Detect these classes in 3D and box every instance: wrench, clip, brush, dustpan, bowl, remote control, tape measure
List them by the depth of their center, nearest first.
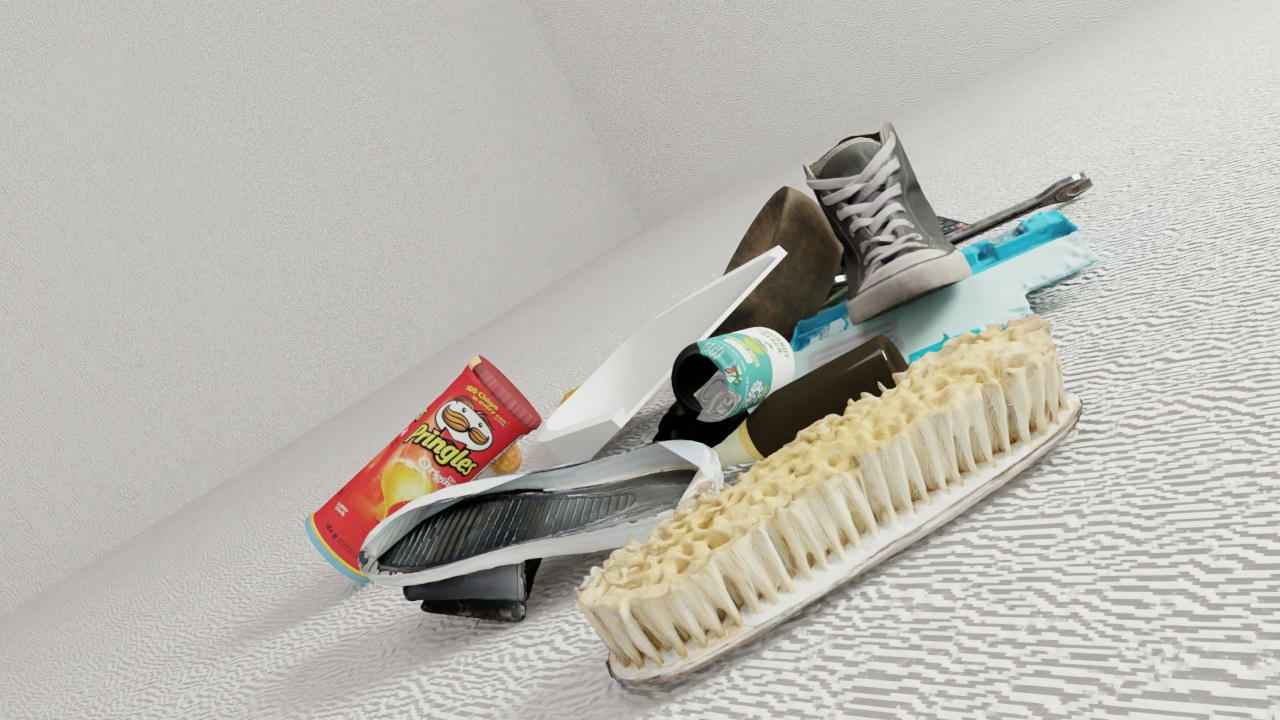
[{"bbox_3d":[0.094,0.067,0.448,0.271,0.056,0.083,-30,12,-7],"label":"brush"},{"bbox_3d":[0.048,0.049,0.699,0.072,0.042,0.071,-19,10,30],"label":"tape measure"},{"bbox_3d":[-0.005,0.004,0.764,0.191,0.053,0.258,-46,-2,-24],"label":"dustpan"},{"bbox_3d":[0.193,-0.054,0.859,0.075,0.037,0.023,-27,11,35],"label":"clip"},{"bbox_3d":[0.287,-0.110,0.861,0.274,0.010,0.070,-24,-18,15],"label":"wrench"},{"bbox_3d":[0.128,-0.076,0.862,0.162,0.070,0.162,-62,7,13],"label":"bowl"},{"bbox_3d":[0.257,-0.116,0.910,0.150,0.022,0.047,-17,27,-24],"label":"remote control"}]

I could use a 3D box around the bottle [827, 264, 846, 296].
[{"bbox_3d":[0.240,-0.117,0.958,0.166,0.059,0.059,-23,8,-25],"label":"bottle"}]

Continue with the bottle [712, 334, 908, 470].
[{"bbox_3d":[0.088,0.046,0.603,0.185,0.045,0.045,-31,8,26],"label":"bottle"}]

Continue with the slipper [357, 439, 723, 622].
[{"bbox_3d":[-0.068,0.119,0.610,0.264,0.063,0.111,-17,23,14],"label":"slipper"}]

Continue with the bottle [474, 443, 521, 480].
[{"bbox_3d":[-0.159,0.100,0.917,0.063,0.063,0.109,-36,13,-36],"label":"bottle"}]

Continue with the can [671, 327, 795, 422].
[{"bbox_3d":[0.067,0.008,0.641,0.055,0.055,0.101,-21,-4,34],"label":"can"}]

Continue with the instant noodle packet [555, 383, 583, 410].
[{"bbox_3d":[-0.045,0.044,0.962,0.099,0.040,0.135,-25,13,14],"label":"instant noodle packet"}]

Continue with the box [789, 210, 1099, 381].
[{"bbox_3d":[0.218,-0.039,0.688,0.227,0.039,0.181,-24,12,20],"label":"box"}]

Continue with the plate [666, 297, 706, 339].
[{"bbox_3d":[0.052,-0.040,1.069,0.179,0.012,0.178,-30,23,14],"label":"plate"}]

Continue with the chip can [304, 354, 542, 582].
[{"bbox_3d":[-0.195,0.097,0.830,0.213,0.087,0.087,-43,11,-1],"label":"chip can"}]

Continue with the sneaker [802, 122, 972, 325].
[{"bbox_3d":[0.182,-0.108,0.699,0.095,0.120,0.234,-25,13,24],"label":"sneaker"}]
